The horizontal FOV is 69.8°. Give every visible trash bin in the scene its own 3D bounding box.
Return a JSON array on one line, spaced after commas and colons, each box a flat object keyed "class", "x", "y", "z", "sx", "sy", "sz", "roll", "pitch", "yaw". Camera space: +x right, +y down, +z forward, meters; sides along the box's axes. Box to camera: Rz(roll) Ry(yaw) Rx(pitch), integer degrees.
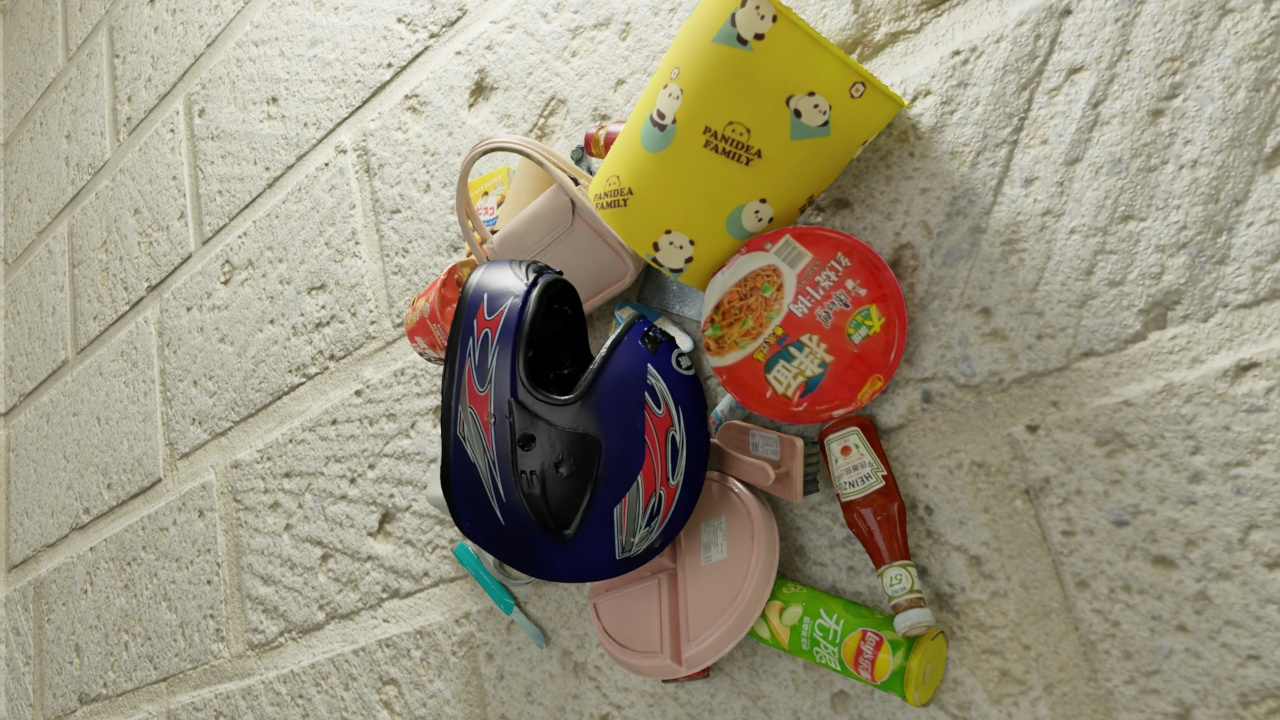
[{"class": "trash bin", "x": 0.093, "y": -0.219, "z": 0.909, "sx": 0.256, "sy": 0.229, "sz": 0.229, "roll": -52, "pitch": 56, "yaw": 23}]

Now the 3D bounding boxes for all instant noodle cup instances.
[{"class": "instant noodle cup", "x": 0.158, "y": -0.038, "z": 0.894, "sx": 0.194, "sy": 0.065, "sz": 0.194, "roll": 2, "pitch": 105, "yaw": 9}, {"class": "instant noodle cup", "x": -0.006, "y": 0.006, "z": 1.045, "sx": 0.099, "sy": 0.099, "sz": 0.110, "roll": 45, "pitch": 119, "yaw": 34}, {"class": "instant noodle cup", "x": -0.239, "y": -0.054, "z": 1.214, "sx": 0.109, "sy": 0.137, "sz": 0.137, "roll": -17, "pitch": 73, "yaw": 44}]

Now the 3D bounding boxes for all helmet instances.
[{"class": "helmet", "x": -0.051, "y": 0.060, "z": 0.906, "sx": 0.240, "sy": 0.247, "sz": 0.315, "roll": 3, "pitch": 97, "yaw": 11}]

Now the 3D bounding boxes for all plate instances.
[{"class": "plate", "x": 0.036, "y": 0.210, "z": 0.942, "sx": 0.230, "sy": 0.028, "sz": 0.229, "roll": -26, "pitch": 40, "yaw": 24}]

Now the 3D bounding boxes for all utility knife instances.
[{"class": "utility knife", "x": -0.187, "y": 0.301, "z": 1.192, "sx": 0.218, "sy": 0.013, "sz": 0.029, "roll": 37, "pitch": 104, "yaw": 38}]

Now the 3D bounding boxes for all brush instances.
[{"class": "brush", "x": 0.114, "y": 0.096, "z": 0.919, "sx": 0.146, "sy": 0.073, "sz": 0.063, "roll": 15, "pitch": 109, "yaw": 61}]

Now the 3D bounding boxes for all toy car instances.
[{"class": "toy car", "x": -0.071, "y": -0.227, "z": 1.158, "sx": 0.034, "sy": 0.043, "sz": 0.090, "roll": -1, "pitch": 85, "yaw": 11}]

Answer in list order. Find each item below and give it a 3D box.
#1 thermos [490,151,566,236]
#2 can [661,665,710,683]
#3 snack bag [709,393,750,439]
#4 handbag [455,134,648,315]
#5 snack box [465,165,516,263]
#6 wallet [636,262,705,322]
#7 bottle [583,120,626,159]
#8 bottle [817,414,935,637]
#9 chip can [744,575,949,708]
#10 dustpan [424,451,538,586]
[{"class": "thermos", "x": -0.139, "y": -0.195, "z": 1.182, "sx": 0.093, "sy": 0.093, "sz": 0.143, "roll": 4, "pitch": 79, "yaw": 39}, {"class": "can", "x": 0.040, "y": 0.275, "z": 0.988, "sx": 0.053, "sy": 0.053, "sz": 0.132, "roll": -17, "pitch": 73, "yaw": 36}, {"class": "snack bag", "x": 0.096, "y": 0.057, "z": 0.993, "sx": 0.104, "sy": 0.026, "sz": 0.048, "roll": -48, "pitch": 68, "yaw": 23}, {"class": "handbag", "x": -0.118, "y": -0.157, "z": 1.075, "sx": 0.194, "sy": 0.093, "sz": 0.234, "roll": -32, "pitch": 108, "yaw": 32}, {"class": "snack box", "x": -0.202, "y": -0.188, "z": 1.262, "sx": 0.087, "sy": 0.033, "sz": 0.140, "roll": -12, "pitch": 75, "yaw": 36}, {"class": "wallet", "x": 0.053, "y": -0.099, "z": 1.056, "sx": 0.121, "sy": 0.019, "sz": 0.097, "roll": 21, "pitch": 94, "yaw": 40}, {"class": "bottle", "x": 0.007, "y": -0.253, "z": 1.088, "sx": 0.175, "sy": 0.057, "sz": 0.057, "roll": 17, "pitch": 94, "yaw": 39}, {"class": "bottle", "x": 0.216, "y": 0.147, "z": 0.837, "sx": 0.060, "sy": 0.059, "sz": 0.205, "roll": -35, "pitch": 50, "yaw": 30}, {"class": "chip can", "x": 0.174, "y": 0.255, "z": 0.873, "sx": 0.222, "sy": 0.072, "sz": 0.072, "roll": 10, "pitch": 90, "yaw": 39}, {"class": "dustpan", "x": -0.158, "y": 0.142, "z": 1.175, "sx": 0.223, "sy": 0.142, "sz": 0.257, "roll": -8, "pitch": 51, "yaw": 46}]
